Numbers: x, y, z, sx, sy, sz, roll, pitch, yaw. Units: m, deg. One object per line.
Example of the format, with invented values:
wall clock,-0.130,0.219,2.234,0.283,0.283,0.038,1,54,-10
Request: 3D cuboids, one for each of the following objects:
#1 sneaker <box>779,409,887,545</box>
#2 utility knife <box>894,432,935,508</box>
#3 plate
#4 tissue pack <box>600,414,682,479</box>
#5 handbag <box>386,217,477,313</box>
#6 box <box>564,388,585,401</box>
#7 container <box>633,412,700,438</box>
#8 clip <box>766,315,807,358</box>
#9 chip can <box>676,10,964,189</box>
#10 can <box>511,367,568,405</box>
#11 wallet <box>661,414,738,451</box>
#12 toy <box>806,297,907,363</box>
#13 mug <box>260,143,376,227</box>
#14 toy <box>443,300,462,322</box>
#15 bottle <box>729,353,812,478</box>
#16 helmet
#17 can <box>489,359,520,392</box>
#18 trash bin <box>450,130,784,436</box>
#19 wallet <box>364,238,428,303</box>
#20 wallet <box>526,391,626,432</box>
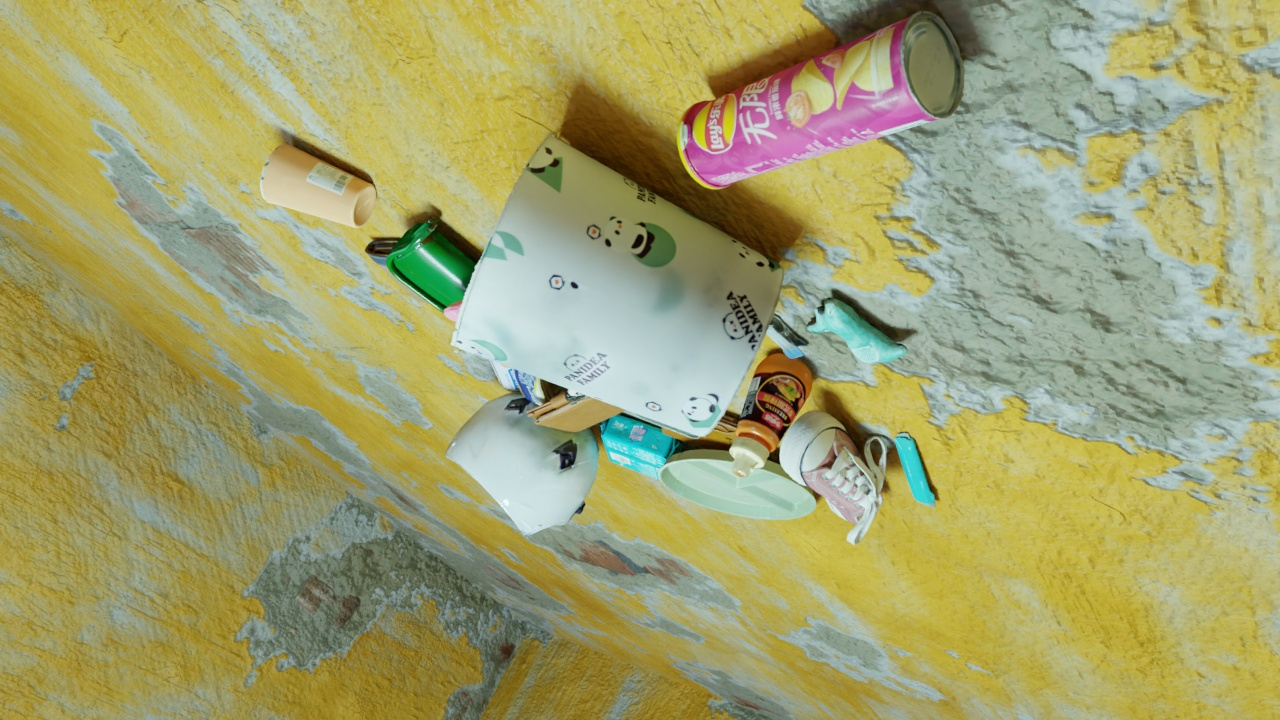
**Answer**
sneaker,0.249,0.142,1.099,0.088,0.118,0.241,30,168,44
utility knife,0.331,0.132,1.102,0.029,0.013,0.158,7,145,34
plate,0.139,0.179,1.322,0.230,0.027,0.230,13,155,6
tissue pack,0.007,0.134,1.401,0.133,0.050,0.093,18,152,21
handbag,-0.249,-0.123,1.179,0.131,0.067,0.120,40,145,-20
box,-0.057,-0.022,1.132,0.082,0.075,0.164,53,137,20
container,0.049,0.013,1.057,0.090,0.111,0.090,20,154,20
clip,0.153,-0.026,0.986,0.058,0.038,0.026,38,156,-23
chip can,0.122,-0.181,0.664,0.071,0.071,0.211,43,151,-28
can,-0.137,0.018,1.307,0.049,0.074,0.148,23,156,19
wallet,0.085,0.088,1.261,0.131,0.035,0.119,18,159,21
toy,0.208,-0.029,0.911,0.092,0.030,0.097,40,161,-12
mug,-0.401,-0.215,1.152,0.123,0.078,0.078,21,154,6
toy,-0.140,-0.066,1.125,0.195,0.074,0.178,-11,152,20
bottle,0.138,0.064,1.013,0.067,0.149,0.067,23,154,12
helmet,-0.154,0.131,1.412,0.229,0.146,0.258,46,-158,12
can,-0.194,-0.006,1.345,0.053,0.053,0.135,21,154,17
trash bin,-0.016,-0.061,0.878,0.252,0.229,0.230,24,155,-3
wallet,-0.324,-0.122,1.290,0.090,0.033,0.115,10,150,40
wallet,-0.079,0.065,1.291,0.132,0.031,0.107,-27,153,33
